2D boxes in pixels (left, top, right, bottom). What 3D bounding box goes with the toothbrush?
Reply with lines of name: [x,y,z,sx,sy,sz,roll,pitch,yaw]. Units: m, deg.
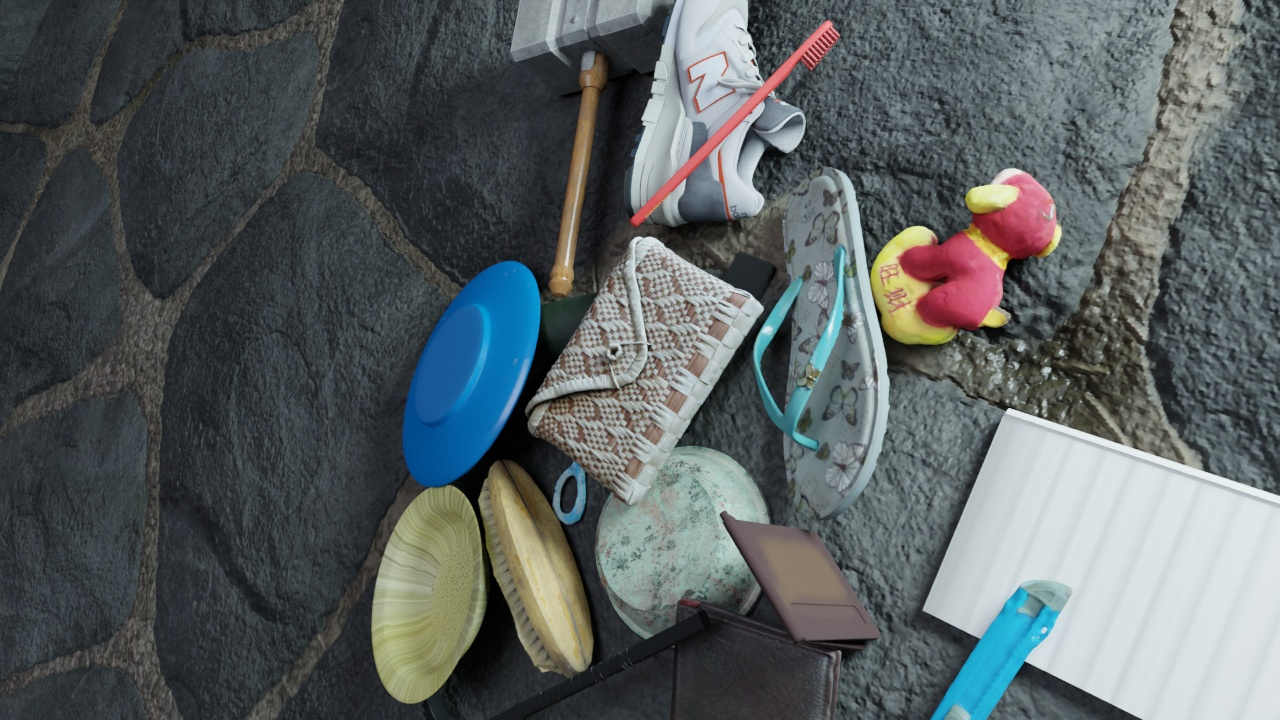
toothbrush: [0.071,-0.177,0.712,0.213,0.012,0.018,-44,86,16]

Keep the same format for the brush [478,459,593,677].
brush: [-0.088,0.170,0.756,0.043,0.059,0.195,-45,56,30]

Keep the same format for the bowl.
bowl: [0.022,0.138,0.699,0.158,0.038,0.157,-13,67,32]

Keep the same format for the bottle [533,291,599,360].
bottle: [-0.083,-0.025,0.824,0.175,0.055,0.055,-7,70,40]

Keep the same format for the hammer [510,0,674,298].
hammer: [-0.051,-0.208,0.846,0.163,0.083,0.317,-3,72,35]

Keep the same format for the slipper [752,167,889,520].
slipper: [0.125,-0.024,0.656,0.098,0.054,0.268,-25,56,53]

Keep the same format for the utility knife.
utility knife: [0.192,0.225,0.559,0.031,0.015,0.222,35,102,42]

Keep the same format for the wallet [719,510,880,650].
wallet: [0.103,0.142,0.590,0.018,0.115,0.091,-43,54,17]

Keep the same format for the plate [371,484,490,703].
plate: [-0.176,0.204,0.807,0.185,0.036,0.184,-24,57,43]

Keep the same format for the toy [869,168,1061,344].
toy: [0.218,-0.063,0.618,0.138,0.067,0.105,-42,52,25]

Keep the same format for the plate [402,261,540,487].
plate: [-0.169,0.006,0.851,0.225,0.024,0.223,-31,46,39]

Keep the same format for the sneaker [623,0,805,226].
sneaker: [0.078,-0.216,0.760,0.124,0.088,0.240,18,93,24]

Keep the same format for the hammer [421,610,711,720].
hammer: [-0.067,0.245,0.689,0.326,0.015,0.095,-38,64,34]

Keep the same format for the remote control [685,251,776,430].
remote control: [0.060,-0.016,0.743,0.034,0.013,0.150,29,92,39]

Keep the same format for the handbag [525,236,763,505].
handbag: [-0.004,0.004,0.705,0.124,0.047,0.186,34,94,30]

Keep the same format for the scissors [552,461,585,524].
scissors: [-0.038,0.072,0.785,0.140,0.011,0.134,-10,67,33]

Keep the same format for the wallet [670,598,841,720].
wallet: [0.075,0.224,0.622,0.120,0.031,0.099,8,100,35]

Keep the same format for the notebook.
notebook: [0.288,0.127,0.532,0.210,0.009,0.142,22,88,39]
